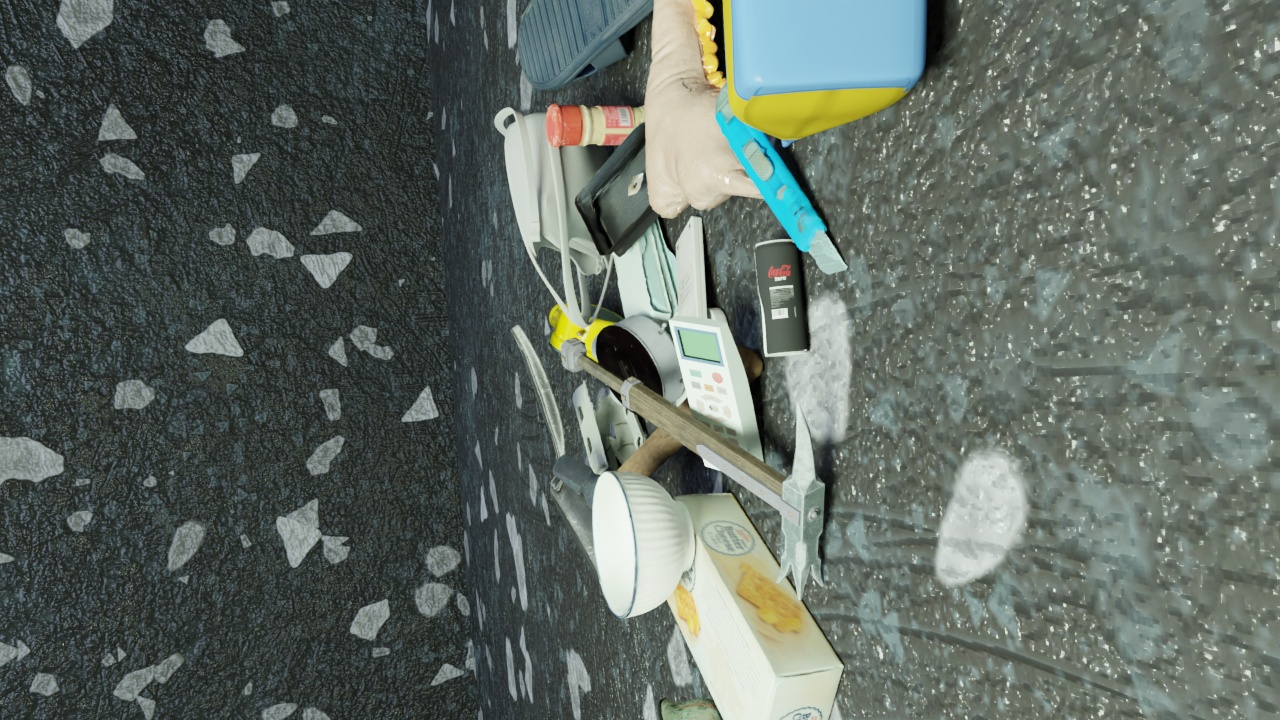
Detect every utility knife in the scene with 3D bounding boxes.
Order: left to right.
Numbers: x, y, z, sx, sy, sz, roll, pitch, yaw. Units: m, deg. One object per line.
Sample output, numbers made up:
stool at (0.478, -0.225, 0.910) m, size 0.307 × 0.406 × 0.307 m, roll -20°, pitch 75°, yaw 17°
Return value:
utility knife at (0.094, -0.127, 0.638) m, size 0.031 × 0.015 × 0.178 m, roll -49°, pitch 58°, yaw 36°

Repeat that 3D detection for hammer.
hammer at (0.022, 0.074, 0.843) m, size 0.040 × 0.129 × 0.323 m, roll -59°, pitch 5°, yaw -38°
hammer at (0.025, 0.043, 0.728) m, size 0.317 × 0.028 × 0.147 m, roll 31°, pitch 134°, yaw 46°

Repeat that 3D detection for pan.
pan at (-0.081, 0.127, 1.039) m, size 0.357 × 0.055 × 0.187 m, roll 65°, pitch 168°, yaw -17°

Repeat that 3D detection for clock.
clock at (-0.063, -0.034, 1.068) m, size 0.118 × 0.083 × 0.057 m, roll -130°, pitch 55°, yaw -64°
clock at (-0.005, 0.005, 0.873) m, size 0.123 × 0.035 × 0.094 m, roll -9°, pitch 107°, yaw 59°

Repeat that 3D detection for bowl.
bowl at (0.006, 0.147, 0.750) m, size 0.118 × 0.062 × 0.118 m, roll 176°, pitch 90°, yaw -72°
bowl at (0.073, 0.327, 0.718) m, size 0.157 × 0.038 × 0.157 m, roll 56°, pitch -179°, yaw -2°

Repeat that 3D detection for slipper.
slipper at (-0.035, -0.351, 0.942) m, size 0.264 × 0.082 × 0.101 m, roll -12°, pitch 86°, yaw 52°

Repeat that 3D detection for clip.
clip at (-0.049, 0.096, 1.070) m, size 0.126 × 0.096 × 0.153 m, roll -107°, pitch 32°, yaw -41°

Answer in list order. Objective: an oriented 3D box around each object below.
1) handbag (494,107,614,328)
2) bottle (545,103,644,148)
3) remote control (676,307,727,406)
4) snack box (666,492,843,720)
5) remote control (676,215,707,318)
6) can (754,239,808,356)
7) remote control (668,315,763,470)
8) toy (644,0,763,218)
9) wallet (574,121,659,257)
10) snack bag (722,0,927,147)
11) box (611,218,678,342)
handbag at (-0.087, -0.144, 0.985) m, size 0.215 × 0.096 × 0.222 m, roll 13°, pitch -112°, yaw -68°
bottle at (-0.038, -0.233, 0.910) m, size 0.044 × 0.109 × 0.044 m, roll 174°, pitch 90°, yaw -70°
remote control at (0.055, 0.007, 0.833) m, size 0.137 × 0.013 × 0.043 m, roll 106°, pitch 154°, yaw -46°
snack box at (0.079, 0.207, 0.731) m, size 0.207 × 0.057 × 0.104 m, roll -123°, pitch 34°, yaw -55°
remote control at (0.046, -0.058, 0.815) m, size 0.050 × 0.011 × 0.135 m, roll 122°, pitch 150°, yaw -61°
can at (0.100, -0.044, 0.653) m, size 0.032 × 0.031 × 0.080 m, roll 167°, pitch 98°, yaw -72°
remote control at (0.063, 0.029, 0.717) m, size 0.050 × 0.024 × 0.143 m, roll 11°, pitch 127°, yaw 41°
toy at (0.054, -0.246, 0.727) m, size 0.196 × 0.065 × 0.264 m, roll 10°, pitch 96°, yaw 52°
wallet at (-0.008, -0.163, 0.886) m, size 0.115 × 0.026 × 0.089 m, roll -44°, pitch 51°, yaw 25°
snack bag at (0.097, -0.219, 0.546) m, size 0.205 × 0.102 × 0.159 m, roll -68°, pitch -25°, yaw -85°
box at (0.000, -0.111, 0.923) m, size 0.083 × 0.066 × 0.198 m, roll 79°, pitch 179°, yaw -61°
